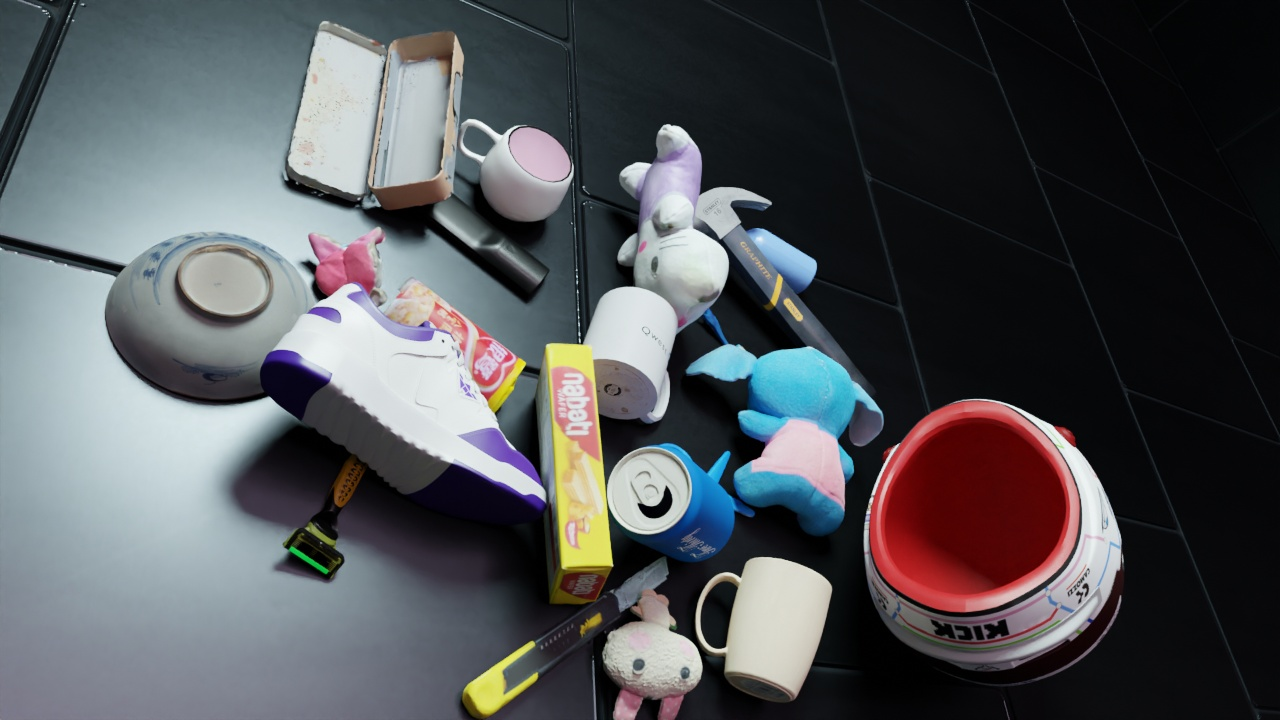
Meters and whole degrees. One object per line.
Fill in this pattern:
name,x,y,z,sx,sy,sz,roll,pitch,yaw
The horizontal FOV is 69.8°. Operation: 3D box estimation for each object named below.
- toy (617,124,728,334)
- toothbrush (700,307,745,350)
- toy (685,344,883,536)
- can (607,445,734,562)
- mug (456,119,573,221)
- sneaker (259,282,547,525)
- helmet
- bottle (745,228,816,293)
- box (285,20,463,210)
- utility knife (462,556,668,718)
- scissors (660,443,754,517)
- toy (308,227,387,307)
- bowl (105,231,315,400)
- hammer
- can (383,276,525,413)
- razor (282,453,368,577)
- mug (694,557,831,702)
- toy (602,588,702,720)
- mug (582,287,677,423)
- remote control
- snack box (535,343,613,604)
toy,0.032,-0.126,0.955,0.085,0.138,0.209,6,66,-30
toothbrush,0.074,-0.049,1.018,0.132,0.016,0.021,50,42,2
toy,0.152,0.071,0.946,0.224,0.099,0.191,21,60,-18
can,0.028,0.123,0.776,0.146,0.079,0.079,46,23,-64
mug,-0.131,-0.194,0.924,0.124,0.076,0.090,33,46,-13
sneaker,-0.164,0.033,0.711,0.244,0.092,0.110,41,47,-29
helmet,0.343,0.193,0.897,0.236,0.231,0.313,62,32,-32
bottle,0.148,-0.131,1.107,0.131,0.048,0.047,28,48,-18
box,-0.252,-0.243,0.891,0.156,0.071,0.216,8,56,-18
utility knife,-0.049,0.216,0.746,0.233,0.020,0.029,-25,80,-46
scissors,0.062,0.127,0.890,0.125,0.014,0.130,29,48,-18
toy,-0.245,-0.063,0.779,0.065,0.050,0.102,-9,66,-1
bowl,-0.318,-0.047,0.696,0.150,0.057,0.150,15,54,-22
hammer,0.158,-0.062,1.057,0.139,0.035,0.312,-40,94,-18
can,-0.164,-0.007,0.778,0.124,0.067,0.066,38,45,-8
razor,-0.222,0.092,0.700,0.044,0.021,0.143,46,42,-29
mug,0.103,0.234,0.807,0.111,0.085,0.104,16,59,8
toy,0.010,0.242,0.750,0.087,0.050,0.112,20,67,-20
mug,-0.005,0.005,0.888,0.119,0.083,0.096,55,37,-35
remote control,-0.153,-0.120,0.898,0.140,0.021,0.045,37,44,-8
snack box,-0.059,0.092,0.765,0.042,0.092,0.200,0,59,-13
